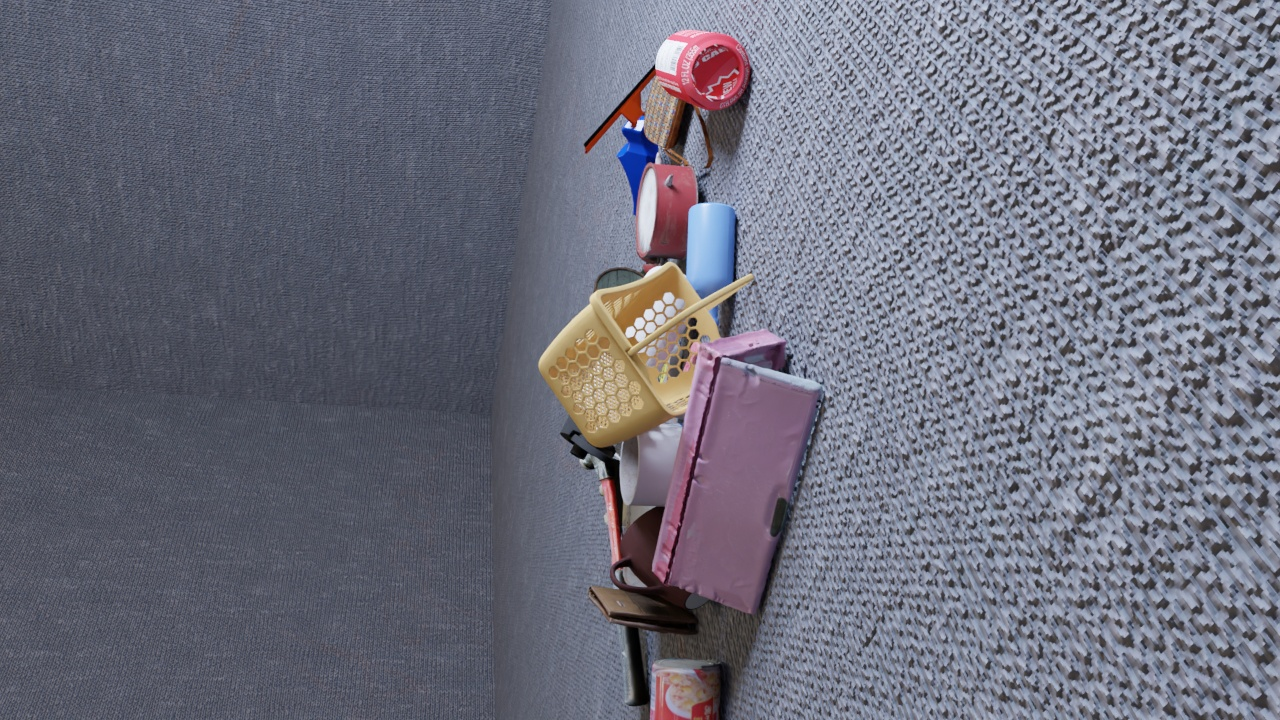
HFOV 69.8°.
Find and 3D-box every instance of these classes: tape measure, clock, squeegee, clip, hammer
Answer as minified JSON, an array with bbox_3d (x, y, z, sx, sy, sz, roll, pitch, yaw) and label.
[{"bbox_3d":[0.033,0.005,1.124,0.065,0.016,0.064,-118,35,-66],"label":"tape measure"},{"bbox_3d":[0.033,-0.155,1.082,0.109,0.062,0.157,-108,25,-58],"label":"clock"},{"bbox_3d":[-0.001,-0.274,1.244,0.185,0.055,0.248,89,-154,-46],"label":"squeegee"},{"bbox_3d":[0.056,0.007,0.997,0.023,0.044,0.060,-127,30,-66],"label":"clip"},{"bbox_3d":[-0.021,0.260,1.146,0.141,0.036,0.326,-28,66,60],"label":"hammer"}]

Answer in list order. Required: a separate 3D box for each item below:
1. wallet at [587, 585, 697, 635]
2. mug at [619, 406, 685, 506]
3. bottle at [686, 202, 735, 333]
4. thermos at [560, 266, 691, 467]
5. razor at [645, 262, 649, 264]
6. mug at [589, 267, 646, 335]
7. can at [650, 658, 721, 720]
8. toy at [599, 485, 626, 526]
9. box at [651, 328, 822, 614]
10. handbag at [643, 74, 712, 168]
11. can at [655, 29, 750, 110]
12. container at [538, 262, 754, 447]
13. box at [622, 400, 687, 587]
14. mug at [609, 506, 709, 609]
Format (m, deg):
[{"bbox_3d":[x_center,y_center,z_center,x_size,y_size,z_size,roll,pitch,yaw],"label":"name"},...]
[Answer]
[{"bbox_3d":[0.000,0.272,1.005,0.121,0.098,0.027,178,103,-77],"label":"wallet"},{"bbox_3d":[0.033,0.092,0.924,0.119,0.096,0.083,-100,20,-47],"label":"mug"},{"bbox_3d":[0.071,-0.091,0.932,0.048,0.048,0.131,154,120,-75],"label":"bottle"},{"bbox_3d":[-0.006,0.006,0.998,0.229,0.068,0.101,-61,20,-14],"label":"thermos"},{"bbox_3d":[0.038,-0.180,1.158,0.043,0.018,0.141,-48,-15,-43],"label":"razor"},{"bbox_3d":[-0.022,-0.079,1.269,0.110,0.085,0.081,-53,-10,-36],"label":"mug"},{"bbox_3d":[0.042,0.348,0.870,0.067,0.066,0.124,148,125,-74],"label":"can"},{"bbox_3d":[-0.022,0.178,1.228,0.113,0.050,0.087,-48,41,45],"label":"toy"},{"bbox_3d":[0.090,0.102,0.777,0.107,0.099,0.233,32,121,38],"label":"box"},{"bbox_3d":[0.058,-0.282,1.108,0.195,0.043,0.094,-117,36,-50],"label":"handbag"},{"bbox_3d":[0.063,-0.310,0.975,0.142,0.074,0.074,-118,35,-66],"label":"can"},{"bbox_3d":[0.022,-0.017,0.833,0.167,0.129,0.183,-36,-2,27],"label":"container"},{"bbox_3d":[0.029,0.150,1.055,0.115,0.095,0.217,3,90,48],"label":"box"},{"bbox_3d":[0.025,0.207,0.916,0.088,0.113,0.087,51,145,40],"label":"mug"}]
